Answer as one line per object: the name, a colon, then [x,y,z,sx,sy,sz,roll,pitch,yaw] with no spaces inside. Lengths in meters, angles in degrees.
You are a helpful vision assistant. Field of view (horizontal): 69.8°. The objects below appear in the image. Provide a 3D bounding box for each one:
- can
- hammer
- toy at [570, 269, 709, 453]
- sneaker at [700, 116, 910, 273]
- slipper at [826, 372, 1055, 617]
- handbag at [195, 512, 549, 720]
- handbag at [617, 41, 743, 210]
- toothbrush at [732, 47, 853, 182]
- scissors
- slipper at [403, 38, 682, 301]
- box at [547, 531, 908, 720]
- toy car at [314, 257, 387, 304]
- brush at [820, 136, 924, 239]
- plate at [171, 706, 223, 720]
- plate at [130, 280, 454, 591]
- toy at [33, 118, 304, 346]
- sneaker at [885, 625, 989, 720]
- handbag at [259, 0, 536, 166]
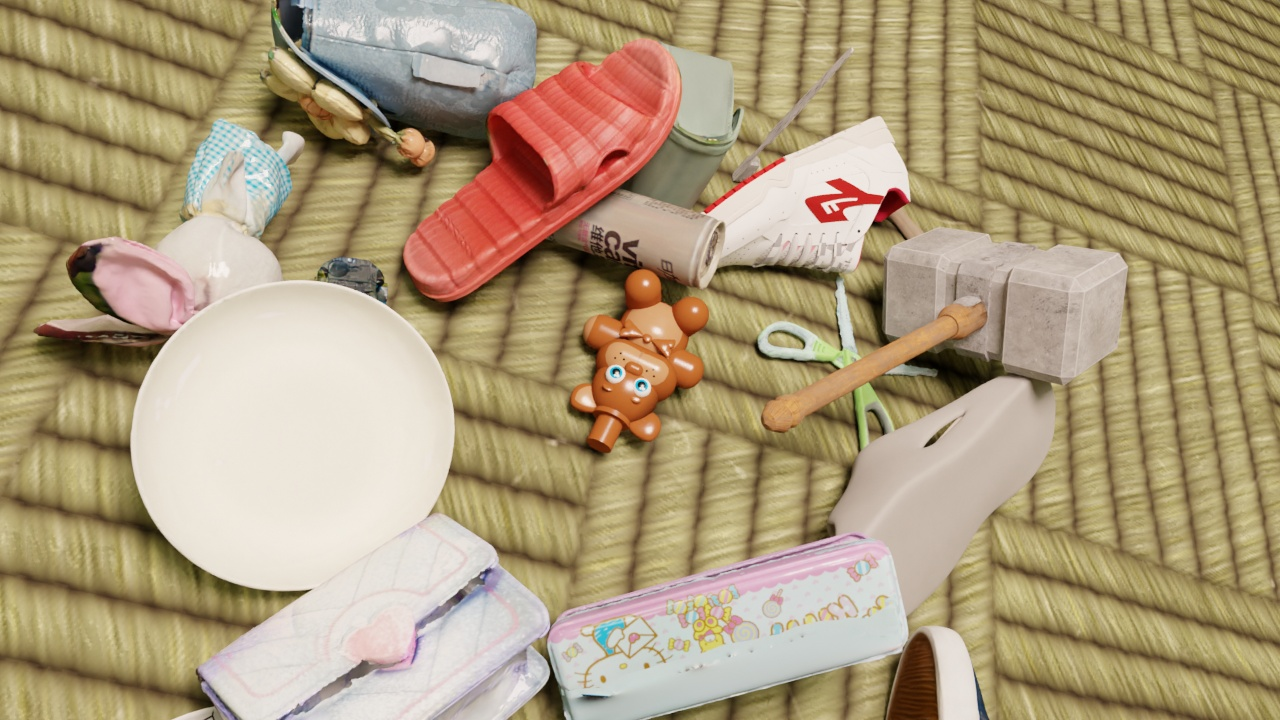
can: [-0.008,-0.098,0.686,0.136,0.054,0.054,20,57,16]
hammer: [0.195,-0.011,0.656,0.316,0.163,0.083,-23,118,-36]
toy: [-0.004,0.004,0.659,0.095,0.065,0.127,25,64,3]
sneaker: [0.138,-0.113,0.763,0.236,0.091,0.104,-29,89,-31]
slipper: [0.213,0.090,0.692,0.265,0.081,0.113,-37,125,-25]
handbag: [-0.142,0.161,0.500,0.158,0.069,0.126,-31,50,-33]
handbag: [0.027,-0.171,0.723,0.067,0.122,0.106,8,60,-19]
toothbrush: [0.120,-0.190,0.730,0.010,0.182,0.010,5,69,-22]
scissors: [0.174,0.001,0.755,0.172,0.021,0.171,5,59,-17]
slipper: [-0.073,-0.143,0.641,0.248,0.059,0.103,-43,55,-4]
box: [0.052,0.166,0.560,0.214,0.065,0.078,-15,83,0]
toy car: [-0.195,-0.017,0.613,0.048,0.032,0.105,3,70,-19]
brush: [0.223,-0.152,0.849,0.038,0.012,0.151,-30,79,-30]
plate: [-0.212,0.277,0.472,0.188,0.016,0.188,8,63,-17]
plate: [-0.204,0.044,0.552,0.182,0.034,0.182,0,91,-32]
toy: [-0.270,-0.074,0.591,0.105,0.131,0.204,42,44,-23]
sneaker: [0.226,0.316,0.568,0.127,0.121,0.294,1,67,-6]
handbag: [-0.175,-0.207,0.673,0.191,0.122,0.118,8,80,-19]
